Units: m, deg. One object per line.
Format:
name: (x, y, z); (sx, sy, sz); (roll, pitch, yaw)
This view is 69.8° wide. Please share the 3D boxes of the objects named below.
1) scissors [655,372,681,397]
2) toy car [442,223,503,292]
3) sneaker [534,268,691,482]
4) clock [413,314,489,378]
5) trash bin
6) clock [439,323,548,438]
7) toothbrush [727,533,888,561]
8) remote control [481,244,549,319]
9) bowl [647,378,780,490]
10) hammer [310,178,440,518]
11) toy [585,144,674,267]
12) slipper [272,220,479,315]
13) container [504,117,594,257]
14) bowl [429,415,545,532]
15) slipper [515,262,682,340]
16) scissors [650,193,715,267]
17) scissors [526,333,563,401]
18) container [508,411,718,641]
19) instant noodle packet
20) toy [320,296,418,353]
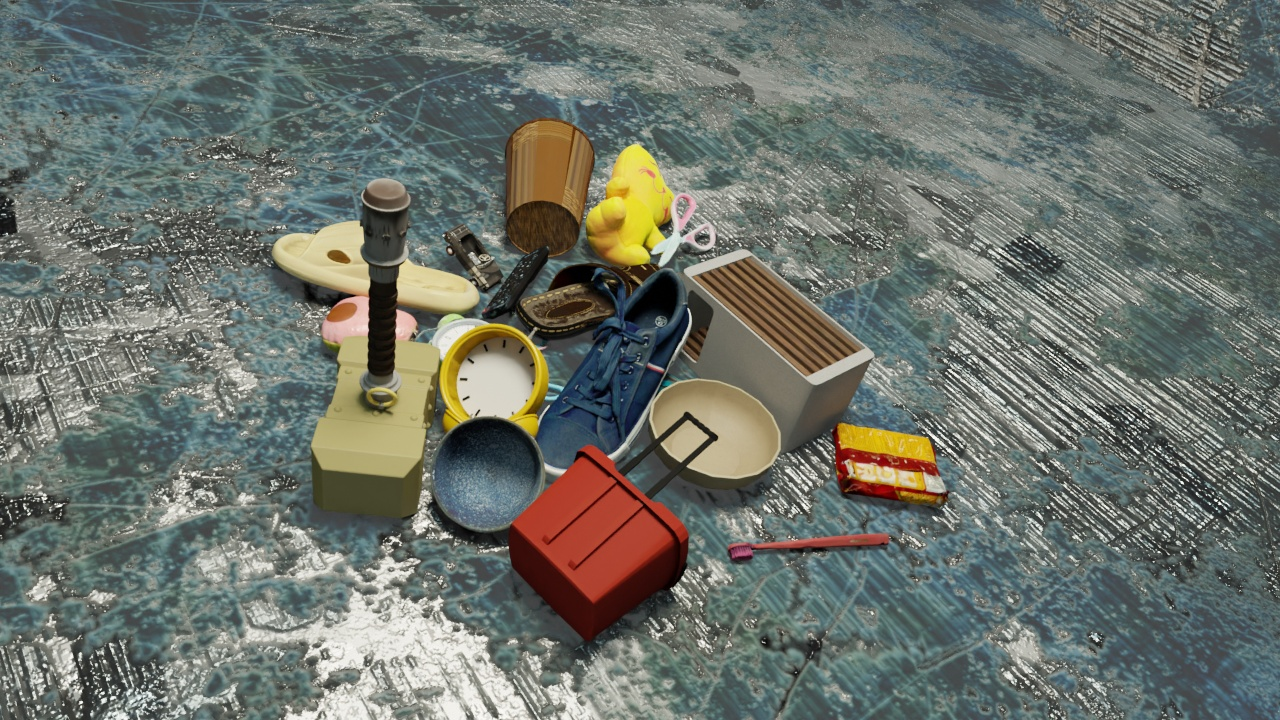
scissors: (0.038, 0.038, 1.111); (0.141, 0.019, 0.127); (-11, 54, -34)
toy car: (-0.217, -0.136, 1.195); (0.092, 0.037, 0.040); (54, 43, -7)
sneaker: (-0.032, 0.002, 1.028); (0.121, 0.127, 0.293); (26, 60, 14)
clock: (-0.208, -0.010, 1.067); (0.119, 0.043, 0.094); (19, 45, 13)
trash bin: (0.152, -0.017, 1.138); (0.114, 0.115, 0.229); (-22, 53, -35)
clock: (-0.157, 0.034, 0.987); (0.114, 0.052, 0.151); (3, 80, 12)
toothbrush: (0.182, 0.200, 0.983); (0.189, 0.016, 0.016); (0, 48, -18)
remote control: (-0.158, -0.100, 1.195); (0.022, 0.047, 0.149); (55, 34, -22)
bowl: (0.079, 0.092, 1.043); (0.152, 0.051, 0.152); (9, 41, -8)
hammer: (-0.243, -0.024, 0.862); (0.100, 0.326, 0.189); (7, 42, -10)
toy: (-0.013, -0.213, 1.329); (0.088, 0.134, 0.193); (-16, 34, 32)
slipper: (-0.322, -0.124, 1.124); (0.261, 0.079, 0.111); (17, 26, -1)
container: (-0.133, -0.239, 1.295); (0.132, 0.132, 0.167); (8, 47, -9)
bowl: (-0.151, 0.112, 0.928); (0.114, 0.114, 0.061); (15, -1, -1)
slipper: (-0.035, -0.088, 1.185); (0.267, 0.076, 0.113); (-13, 48, -32)
scissors: (0.065, -0.169, 1.329); (0.103, 0.016, 0.178); (48, 40, -19)
scissors: (-0.141, 0.015, 1.094); (0.134, 0.015, 0.134); (33, 50, 22)
container: (-0.014, 0.152, 0.889); (0.148, 0.127, 0.200); (39, 56, 24)
instant noodle packet: (0.294, 0.124, 1.084); (0.135, 0.040, 0.098); (9, 42, -5)
toy: (-0.311, -0.038, 1.064); (0.110, 0.051, 0.089); (10, 34, 0)
